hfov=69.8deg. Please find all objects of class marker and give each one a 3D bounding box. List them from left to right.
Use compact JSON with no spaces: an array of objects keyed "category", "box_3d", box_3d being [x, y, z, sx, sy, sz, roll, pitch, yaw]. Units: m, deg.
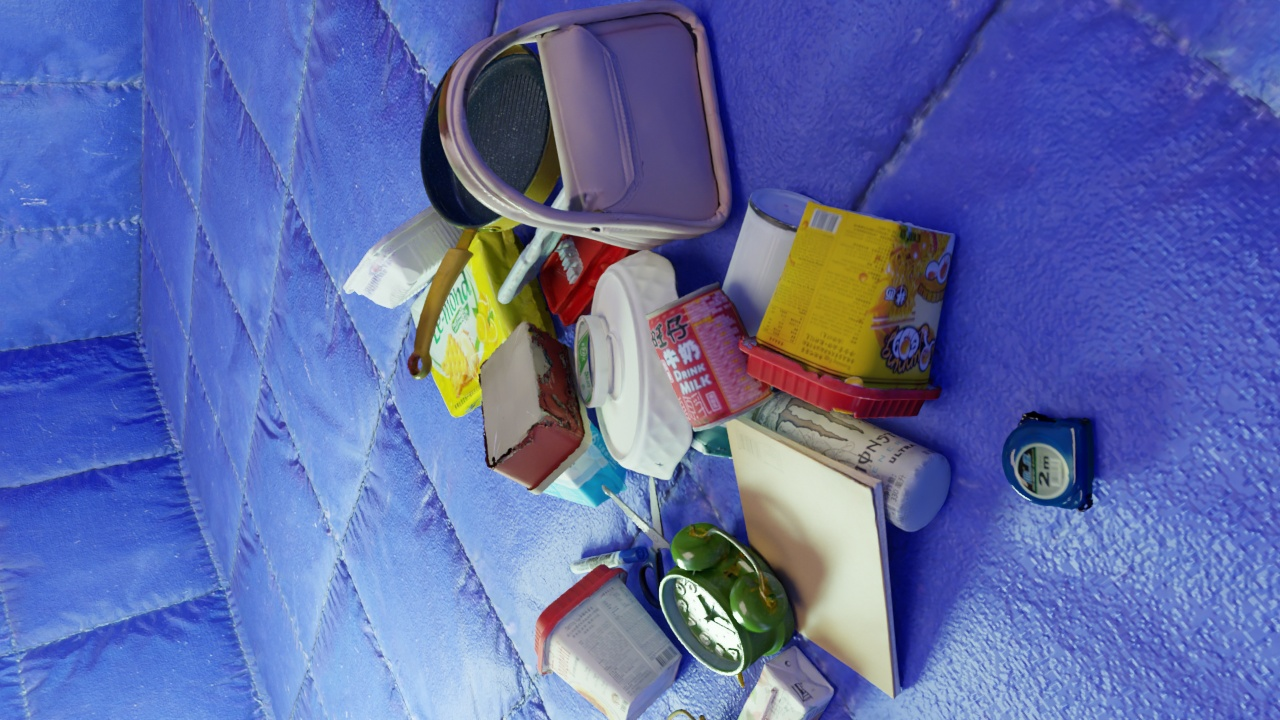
[{"category":"marker","box_3d":[-0.038,0.218,0.997,0.146,0.016,0.017,-27,78,52]}]

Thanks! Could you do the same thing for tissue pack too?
[{"category":"tissue pack","box_3d":[-0.080,0.099,0.963,0.140,0.063,0.090,2,134,53]}]

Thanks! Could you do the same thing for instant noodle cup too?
[{"category":"instant noodle cup","box_3d":[-0.254,-0.128,1.077,0.060,0.173,0.138,51,142,-5]},{"category":"instant noodle cup","box_3d":[-0.031,0.293,0.929,0.124,0.116,0.117,39,145,26]},{"category":"instant noodle cup","box_3d":[0.145,-0.036,0.616,0.116,0.116,0.124,26,108,46]}]

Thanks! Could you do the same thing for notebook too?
[{"category":"notebook","box_3d":[0.131,0.148,0.706,0.149,0.012,0.212,26,138,48]}]

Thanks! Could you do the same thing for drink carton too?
[{"category":"drink carton","box_3d":[0.117,0.311,0.794,0.053,0.045,0.123,45,133,35]}]

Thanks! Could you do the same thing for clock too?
[{"category":"clock","box_3d":[0.071,0.406,0.871,0.158,0.059,0.117,58,138,27]},{"category":"clock","box_3d":[0.071,0.200,0.778,0.116,0.056,0.162,37,141,30]}]

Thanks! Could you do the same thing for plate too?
[{"category":"plate","box_3d":[-0.005,0.005,0.814,0.205,0.045,0.205,176,90,-73]}]

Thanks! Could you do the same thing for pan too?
[{"category":"pan","box_3d":[-0.176,-0.154,0.941,0.198,0.078,0.357,10,92,40]}]

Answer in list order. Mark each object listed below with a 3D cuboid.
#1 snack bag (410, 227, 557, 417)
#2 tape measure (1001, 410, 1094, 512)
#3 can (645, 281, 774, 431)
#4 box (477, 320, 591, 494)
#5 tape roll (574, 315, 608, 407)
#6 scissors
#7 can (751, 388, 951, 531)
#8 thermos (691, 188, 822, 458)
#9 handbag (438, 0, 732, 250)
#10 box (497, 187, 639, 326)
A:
[{"category":"snack bag","box_3d":[-0.185,-0.038,1.075,0.247,0.068,0.158,-32,75,50]},{"category":"tape measure","box_3d":[0.252,0.061,0.564,0.055,0.025,0.058,4,99,54]},{"category":"can","box_3d":[0.049,-0.003,0.671,0.067,0.066,0.094,-23,92,53]},{"category":"box","box_3d":[-0.111,0.037,0.890,0.091,0.077,0.168,-44,33,18]},{"category":"tape roll","box_3d":[-0.046,0.001,0.845,0.086,0.014,0.086,176,91,-74]},{"category":"scissors","box_3d":[0.021,0.183,0.888,0.174,0.012,0.163,38,137,24]},{"category":"can","box_3d":[0.150,0.069,0.673,0.147,0.058,0.058,26,120,47]},{"category":"thermos","box_3d":[0.086,-0.021,0.728,0.073,0.073,0.225,44,132,37]},{"category":"handbag","box_3d":[-0.045,-0.180,0.712,0.094,0.233,0.193,-11,91,52]},{"category":"box","box_3d":[-0.072,-0.114,0.882,0.202,0.098,0.095,-48,61,48]}]
